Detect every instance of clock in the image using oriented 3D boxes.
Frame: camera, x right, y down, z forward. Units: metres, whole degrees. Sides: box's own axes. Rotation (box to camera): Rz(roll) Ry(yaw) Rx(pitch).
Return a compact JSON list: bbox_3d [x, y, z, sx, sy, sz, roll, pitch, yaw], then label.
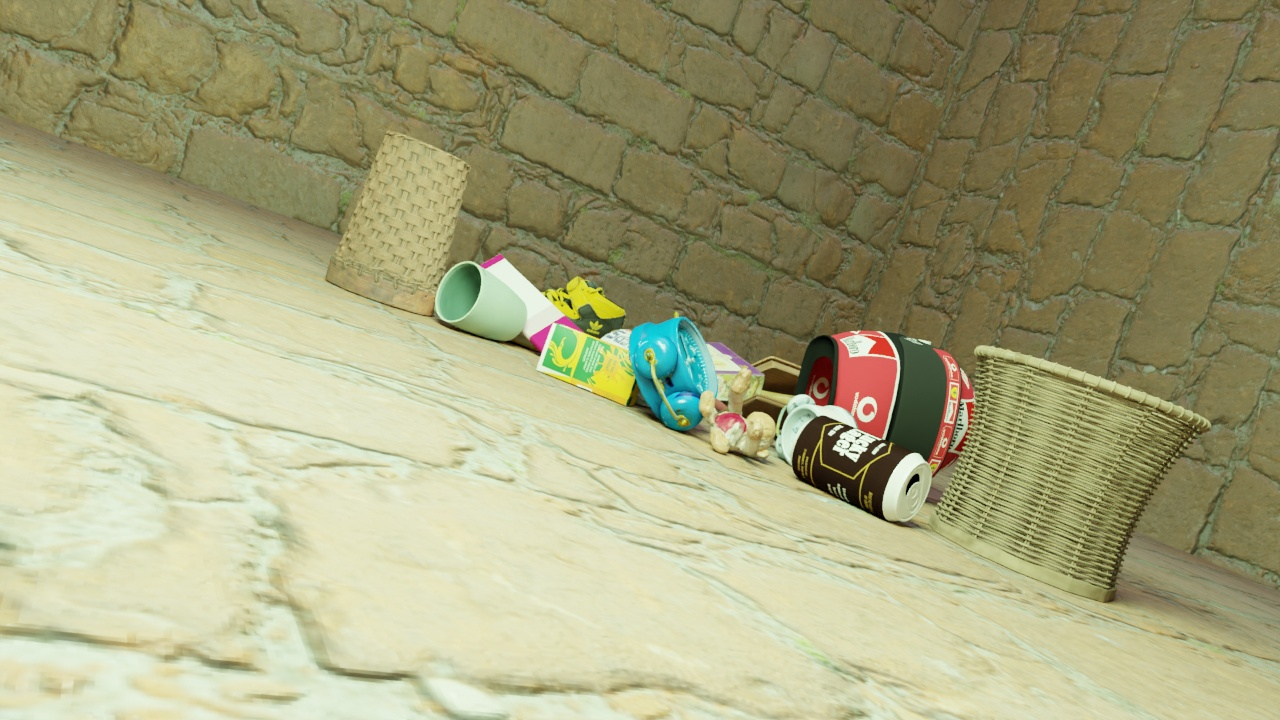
[{"bbox_3d":[0.198,0.087,1.063,0.057,0.083,0.118,11,9,-31],"label":"clock"},{"bbox_3d":[0.035,0.015,1.001,0.060,0.117,0.161,-21,16,20],"label":"clock"}]

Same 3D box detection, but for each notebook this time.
[{"bbox_3d":[0.208,0.054,1.431,0.210,0.022,0.170,18,-31,-39],"label":"notebook"}]

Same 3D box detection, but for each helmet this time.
[{"bbox_3d":[0.328,0.062,1.217,0.224,0.197,0.271,12,4,-2],"label":"helmet"}]

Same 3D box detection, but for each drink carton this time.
[{"bbox_3d":[-0.051,0.006,1.062,0.122,0.058,0.041,21,4,14],"label":"drink carton"}]

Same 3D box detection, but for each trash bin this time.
[{"bbox_3d":[-0.315,-0.182,1.231,0.151,0.210,0.151,21,3,-1],"label":"trash bin"}]

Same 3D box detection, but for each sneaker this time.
[{"bbox_3d":[-0.130,-0.073,1.339,0.238,0.122,0.086,20,2,-21],"label":"sneaker"}]

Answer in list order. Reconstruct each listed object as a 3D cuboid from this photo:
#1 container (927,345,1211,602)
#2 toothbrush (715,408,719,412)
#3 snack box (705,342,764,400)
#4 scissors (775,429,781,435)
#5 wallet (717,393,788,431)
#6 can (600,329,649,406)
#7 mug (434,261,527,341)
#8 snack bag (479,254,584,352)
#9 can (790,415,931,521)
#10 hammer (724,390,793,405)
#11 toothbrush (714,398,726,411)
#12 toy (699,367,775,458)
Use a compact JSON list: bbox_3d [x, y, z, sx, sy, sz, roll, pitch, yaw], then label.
[{"bbox_3d":[0.422,0.115,0.943,0.227,0.196,0.227,20,3,-1],"label":"container"},{"bbox_3d":[0.128,0.076,1.377,0.022,0.017,0.135,18,2,21],"label":"toothbrush"},{"bbox_3d":[0.074,0.011,1.267,0.147,0.041,0.143,2,18,-21],"label":"snack box"},{"bbox_3d":[0.211,0.107,1.382,0.225,0.016,0.226,20,3,-19],"label":"scissors"},{"bbox_3d":[0.150,0.071,1.162,0.087,0.013,0.121,19,-25,-21],"label":"wallet"},{"bbox_3d":[-0.007,0.007,1.150,0.078,0.078,0.136,19,4,-24],"label":"can"},{"bbox_3d":[-0.217,-0.069,1.215,0.111,0.084,0.104,-10,-24,30],"label":"mug"},{"bbox_3d":[-0.165,-0.077,1.281,0.196,0.070,0.016,42,-30,25],"label":"snack bag"},{"bbox_3d":[0.218,0.107,0.919,0.129,0.072,0.071,23,5,42],"label":"can"},{"bbox_3d":[0.285,0.078,1.375,0.330,0.132,0.033,11,19,-13],"label":"hammer"},{"bbox_3d":[0.098,0.056,1.188,0.016,0.015,0.184,17,-14,41],"label":"toothbrush"},{"bbox_3d":[0.111,0.074,0.956,0.106,0.074,0.085,47,16,-47],"label":"toy"}]
